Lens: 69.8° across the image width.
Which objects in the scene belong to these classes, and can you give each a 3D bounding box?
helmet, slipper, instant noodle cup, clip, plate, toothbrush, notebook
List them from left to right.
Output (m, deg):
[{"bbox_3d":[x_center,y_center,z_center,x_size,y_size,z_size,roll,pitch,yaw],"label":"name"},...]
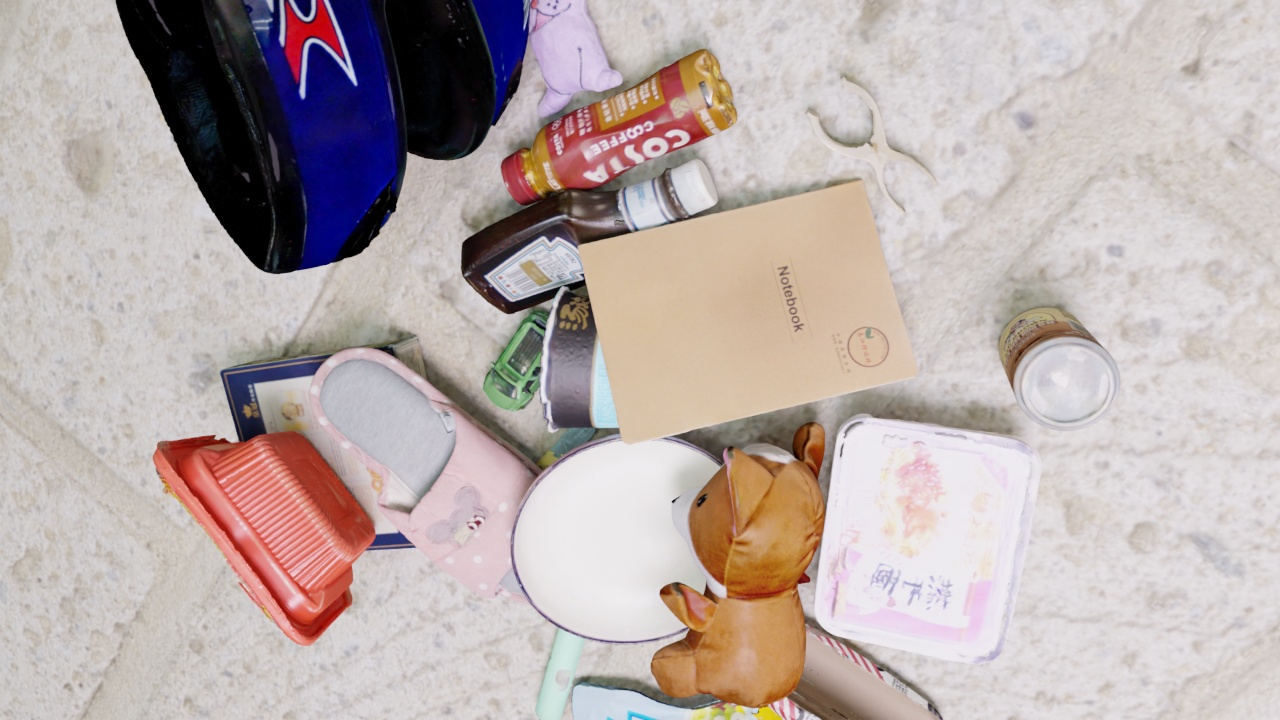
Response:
[{"bbox_3d":[-0.284,0.122,0.731,0.079,0.164,0.189,-38,93,-5],"label":"instant noodle cup"},{"bbox_3d":[-0.191,-0.231,0.602,0.248,0.239,0.315,-27,87,59],"label":"helmet"},{"bbox_3d":[-0.155,0.098,0.742,0.114,0.054,0.274,-44,98,6],"label":"slipper"},{"bbox_3d":[-0.075,0.289,0.815,0.026,0.027,0.225,12,109,-14],"label":"toothbrush"},{"bbox_3d":[-0.006,0.137,0.726,0.192,0.039,0.193,-2,114,-5],"label":"plate"},{"bbox_3d":[-0.004,0.004,0.687,0.120,0.111,0.111,5,105,7],"label":"instant noodle cup"},{"bbox_3d":[0.073,-0.035,0.637,0.207,0.008,0.147,-13,80,0],"label":"notebook"},{"bbox_3d":[0.149,-0.142,0.637,0.082,0.034,0.104,-26,103,18],"label":"clip"},{"bbox_3d":[0.206,0.122,0.670,0.138,0.060,0.173,8,107,15],"label":"instant noodle cup"}]

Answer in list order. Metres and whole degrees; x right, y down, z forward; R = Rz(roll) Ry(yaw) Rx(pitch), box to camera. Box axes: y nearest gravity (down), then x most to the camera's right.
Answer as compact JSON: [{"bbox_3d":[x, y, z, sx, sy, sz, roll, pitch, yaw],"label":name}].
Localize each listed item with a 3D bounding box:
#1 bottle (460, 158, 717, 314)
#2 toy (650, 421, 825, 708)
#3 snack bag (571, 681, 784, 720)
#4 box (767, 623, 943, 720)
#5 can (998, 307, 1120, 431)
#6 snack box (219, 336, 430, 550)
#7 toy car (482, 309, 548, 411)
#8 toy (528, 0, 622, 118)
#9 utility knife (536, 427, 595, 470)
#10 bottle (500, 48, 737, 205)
[{"bbox_3d":[-0.038,-0.095,0.683,0.195,0.080,0.044,-21,53,21],"label":"bottle"},{"bbox_3d":[0.074,0.143,0.662,0.130,0.139,0.200,23,114,28],"label":"toy"},{"bbox_3d":[0.035,0.331,0.788,0.191,0.038,0.110,-5,112,19],"label":"snack bag"},{"bbox_3d":[0.152,0.278,0.712,0.163,0.087,0.076,33,125,3],"label":"box"},{"bbox_3d":[0.266,0.002,0.590,0.058,0.116,0.058,4,104,15],"label":"can"},{"bbox_3d":[-0.264,0.079,0.811,0.183,0.045,0.178,-6,102,18],"label":"snack box"},{"bbox_3d":[-0.096,0.003,0.746,0.043,0.036,0.091,36,115,4],"label":"toy car"},{"bbox_3d":[-0.061,-0.240,0.672,0.084,0.038,0.108,-14,101,39],"label":"toy"},{"bbox_3d":[-0.097,0.113,0.788,0.031,0.021,0.199,41,107,-2],"label":"utility knife"},{"bbox_3d":[-0.019,-0.163,0.668,0.175,0.057,0.057,-20,97,21],"label":"bottle"}]
